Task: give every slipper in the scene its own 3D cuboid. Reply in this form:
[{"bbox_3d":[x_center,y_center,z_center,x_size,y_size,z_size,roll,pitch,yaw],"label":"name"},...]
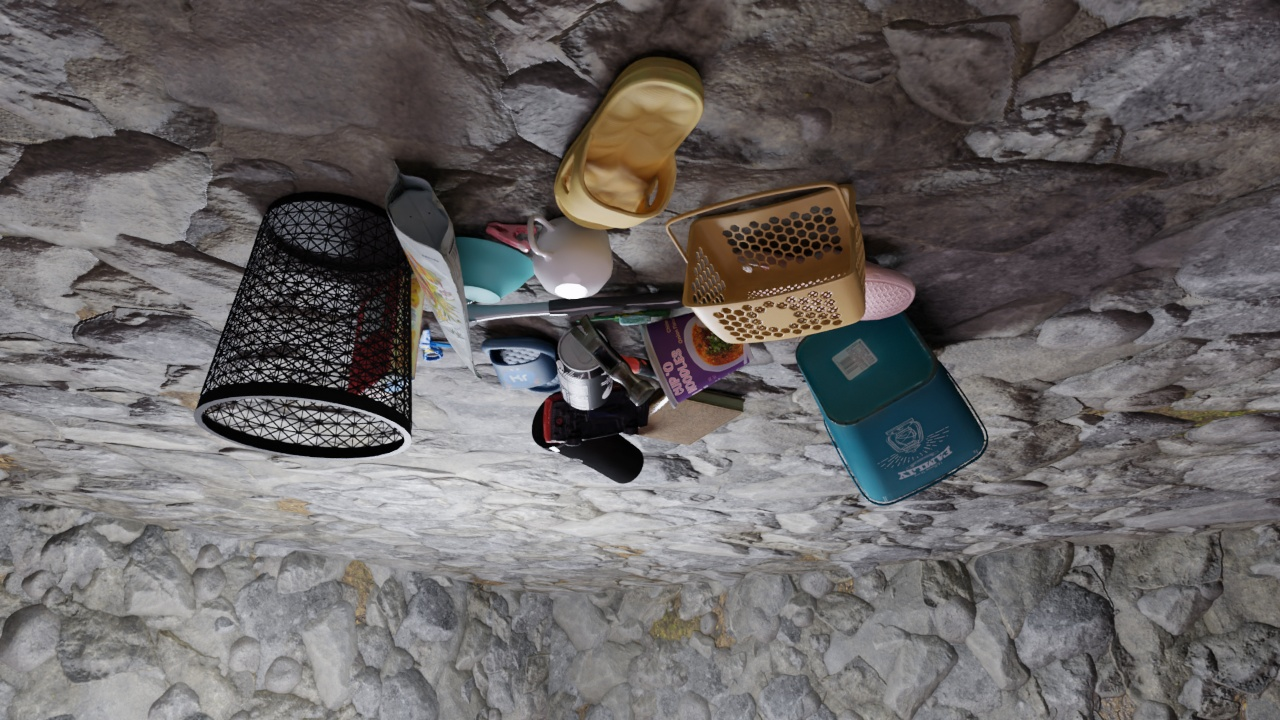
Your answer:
[{"bbox_3d":[-0.164,0.014,1.374,0.104,0.059,0.214,-6,158,12],"label":"slipper"},{"bbox_3d":[-0.017,-0.179,0.869,0.099,0.078,0.264,11,156,-17],"label":"slipper"},{"bbox_3d":[0.213,-0.098,1.081,0.222,0.055,0.107,11,158,6],"label":"slipper"}]

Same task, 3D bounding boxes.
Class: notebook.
[{"bbox_3d":[0.048,0.092,1.579,0.190,0.034,0.216,12,156,-20],"label":"notebook"}]

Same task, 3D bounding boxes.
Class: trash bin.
[{"bbox_3d":[-0.350,-0.037,1.013,0.217,0.242,0.217,1,158,0],"label":"trash bin"},{"bbox_3d":[0.327,0.048,1.232,0.197,0.199,0.218,-31,141,11],"label":"trash bin"}]

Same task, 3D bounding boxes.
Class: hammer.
[{"bbox_3d":[-0.094,-0.069,1.172,0.311,0.029,0.125,-4,180,2],"label":"hammer"},{"bbox_3d":[-0.007,0.007,1.238,0.033,0.133,0.333,-47,169,5],"label":"hammer"}]

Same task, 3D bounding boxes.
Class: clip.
[{"bbox_3d":[-0.144,-0.138,1.034,0.058,0.050,0.023,-12,155,-4],"label":"clip"}]

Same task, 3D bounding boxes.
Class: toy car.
[{"bbox_3d":[-0.066,0.082,1.452,0.189,0.082,0.056,-7,-160,-32],"label":"toy car"}]

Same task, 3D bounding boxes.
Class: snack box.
[{"bbox_3d":[-0.326,-0.025,1.175,0.040,0.142,0.145,17,154,-33],"label":"snack box"}]

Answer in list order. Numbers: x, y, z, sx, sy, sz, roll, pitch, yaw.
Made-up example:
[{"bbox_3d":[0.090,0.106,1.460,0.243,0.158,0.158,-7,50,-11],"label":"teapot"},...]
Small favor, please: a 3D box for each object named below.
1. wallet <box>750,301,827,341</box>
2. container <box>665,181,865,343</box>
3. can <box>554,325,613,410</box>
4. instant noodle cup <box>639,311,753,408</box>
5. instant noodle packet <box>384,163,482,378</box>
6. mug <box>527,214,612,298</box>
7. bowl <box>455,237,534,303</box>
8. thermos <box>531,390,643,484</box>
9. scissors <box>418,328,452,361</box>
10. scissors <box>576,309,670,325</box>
[{"bbox_3d":[0.202,-0.056,1.222,0.099,0.026,0.121,3,157,2],"label":"wallet"},{"bbox_3d":[0.135,-0.109,0.955,0.184,0.129,0.167,-9,142,25],"label":"container"},{"bbox_3d":[-0.080,0.012,1.328,0.080,0.080,0.146,2,156,0],"label":"can"},{"bbox_3d":[0.077,-0.016,1.199,0.122,0.122,0.137,-22,177,5],"label":"instant noodle cup"},{"bbox_3d":[-0.228,-0.090,1.020,0.057,0.146,0.270,-24,158,-15],"label":"instant noodle packet"},{"bbox_3d":[-0.085,-0.118,1.022,0.090,0.076,0.123,-13,154,31],"label":"mug"},{"bbox_3d":[-0.187,-0.099,1.085,0.121,0.046,0.121,10,164,3],"label":"bowl"},{"bbox_3d":[-0.084,0.139,1.572,0.106,0.105,0.218,-14,145,33],"label":"thermos"},{"bbox_3d":[-0.320,-0.025,1.350,0.129,0.013,0.126,5,159,-15],"label":"scissors"},{"bbox_3d":[-0.025,-0.055,1.201,0.130,0.012,0.116,-6,-171,5],"label":"scissors"}]
